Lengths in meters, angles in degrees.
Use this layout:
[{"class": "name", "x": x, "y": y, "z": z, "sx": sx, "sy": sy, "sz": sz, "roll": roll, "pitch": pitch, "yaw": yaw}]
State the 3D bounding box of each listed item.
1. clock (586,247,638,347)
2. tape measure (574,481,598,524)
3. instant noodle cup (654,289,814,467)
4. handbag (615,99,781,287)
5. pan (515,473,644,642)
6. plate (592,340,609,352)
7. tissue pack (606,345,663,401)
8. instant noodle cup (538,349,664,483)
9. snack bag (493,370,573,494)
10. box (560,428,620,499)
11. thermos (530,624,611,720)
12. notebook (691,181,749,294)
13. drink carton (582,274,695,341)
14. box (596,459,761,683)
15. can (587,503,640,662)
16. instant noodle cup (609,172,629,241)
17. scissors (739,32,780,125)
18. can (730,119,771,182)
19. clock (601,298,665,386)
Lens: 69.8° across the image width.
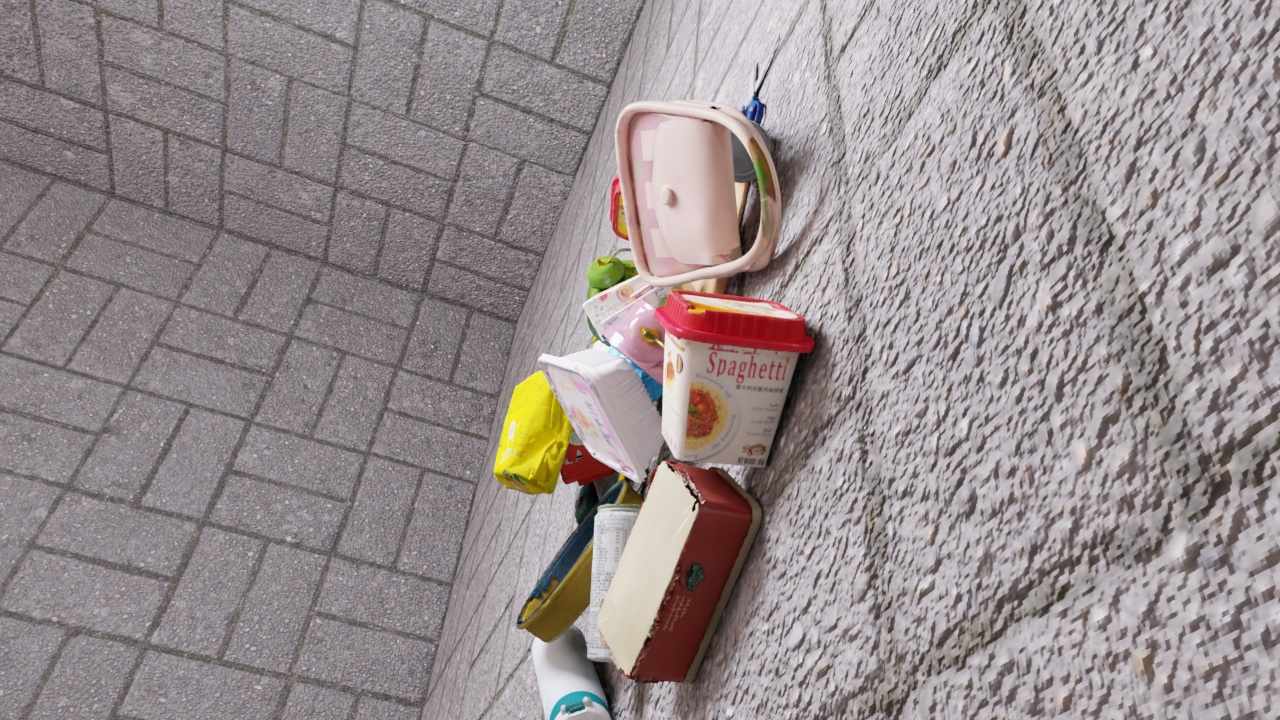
[{"class": "clock", "x": -0.012, "y": -0.076, "z": 1.145, "sx": 0.056, "sy": 0.116, "sz": 0.162, "roll": -76, "pitch": -6, "yaw": -45}, {"class": "tape measure", "x": -0.077, "y": 0.201, "z": 1.301, "sx": 0.055, "sy": 0.025, "sz": 0.058, "roll": 129, "pitch": 155, "yaw": -62}, {"class": "instant noodle cup", "x": 0.068, "y": 0.014, "z": 0.742, "sx": 0.116, "sy": 0.116, "sz": 0.124, "roll": -122, "pitch": 39, "yaw": -74}, {"class": "handbag", "x": 0.069, "y": -0.165, "z": 0.906, "sx": 0.234, "sy": 0.093, "sz": 0.193, "roll": 21, "pitch": 122, "yaw": 61}, {"class": "pan", "x": -0.038, "y": 0.155, "z": 1.054, "sx": 0.356, "sy": 0.078, "sz": 0.198, "roll": -54, "pitch": 4, "yaw": -31}, {"class": "plate", "x": -0.041, "y": -0.002, "z": 1.377, "sx": 0.205, "sy": 0.045, "sz": 0.205, "roll": -163, "pitch": 91, "yaw": -78}, {"class": "tissue pack", "x": -0.006, "y": 0.006, "z": 1.082, "sx": 0.089, "sy": 0.063, "sz": 0.140, "roll": -57, "pitch": 16, "yaw": -22}, {"class": "instant noodle cup", "x": -0.036, "y": 0.046, "z": 0.981, "sx": 0.060, "sy": 0.138, "sz": 0.174, "roll": -33, "pitch": 17, "yaw": -18}, {"class": "snack bag", "x": -0.136, "y": 0.092, "z": 1.189, "sx": 0.247, "sy": 0.068, "sz": 0.158, "roll": 151, "pitch": 134, "yaw": -72}, {"class": "box", "x": -0.060, "y": 0.144, "z": 1.235, "sx": 0.201, "sy": 0.095, "sz": 0.098, "roll": -124, "pitch": 18, "yaw": -75}, {"class": "thermos", "x": -0.075, "y": 0.355, "z": 0.985, "sx": 0.224, "sy": 0.073, "sz": 0.073, "roll": -156, "pitch": 83, "yaw": -77}, {"class": "notebook", "x": 0.084, "y": -0.127, "z": 1.078, "sx": 0.150, "sy": 0.012, "sz": 0.211, "roll": 143, "pitch": 143, "yaw": -67}, {"class": "drink carton", "x": -0.002, "y": -0.072, "z": 1.072, "sx": 0.123, "sy": 0.053, "sz": 0.045, "roll": -26, "pitch": 7, "yaw": 24}, {"class": "box", "x": 0.020, "y": 0.169, "z": 0.744, "sx": 0.091, "sy": 0.077, "sz": 0.168, "roll": 44, "pitch": 116, "yaw": 59}, {"class": "can", "x": -0.019, "y": 0.215, "z": 0.886, "sx": 0.058, "sy": 0.058, "sz": 0.146, "roll": 136, "pitch": 139, "yaw": -66}, {"class": "instant noodle cup", "x": 0.030, "y": -0.225, "z": 1.211, "sx": 0.116, "sy": 0.116, "sz": 0.123, "roll": 96, "pitch": -165, "yaw": -59}, {"class": "scissors", "x": 0.133, "y": -0.312, "z": 1.116, "sx": 0.162, "sy": 0.012, "sz": 0.174, "roll": -92, "pitch": 24, "yaw": -60}, {"class": "can", "x": 0.098, "y": -0.236, "z": 1.009, "sx": 0.093, "sy": 0.066, "sz": 0.066, "roll": -123, "pitch": 51, "yaw": -65}, {"class": "clock", "x": 0.026, "y": -0.009, "z": 0.926, "sx": 0.060, "sy": 0.117, "sz": 0.158, "roll": -52, "pitch": 14, "yaw": 3}]
